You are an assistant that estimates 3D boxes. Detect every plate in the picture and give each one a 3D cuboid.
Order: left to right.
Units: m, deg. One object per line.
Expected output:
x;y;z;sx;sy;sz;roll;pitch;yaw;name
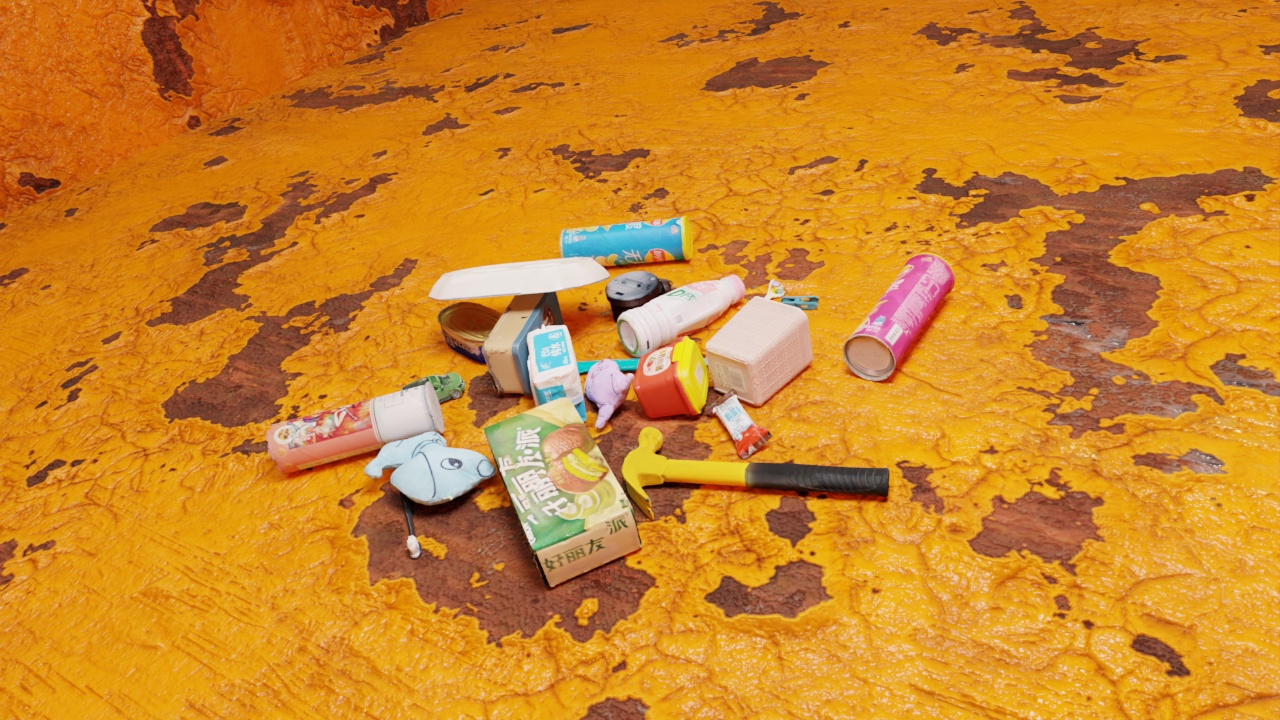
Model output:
-0.178;-0.121;1.335;0.266;0.034;0.161;-3;12;17;plate

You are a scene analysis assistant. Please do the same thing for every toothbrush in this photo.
-0.282;0.175;1.104;0.015;0.018;0.181;-22;33;-8;toothbrush
0.151;-0.057;1.300;0.189;0.029;0.020;-44;3;-37;toothbrush

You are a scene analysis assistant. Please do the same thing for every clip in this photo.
0.228;-0.082;1.316;0.056;0.014;0.042;-2;34;17;clip

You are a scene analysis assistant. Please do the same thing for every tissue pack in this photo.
-0.112;0.022;1.205;0.063;0.090;0.140;-13;34;-3;tissue pack

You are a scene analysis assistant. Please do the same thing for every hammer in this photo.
0.122;0.128;1.023;0.301;0.033;0.128;0;36;19;hammer

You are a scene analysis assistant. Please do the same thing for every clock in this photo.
0.000;-0.098;1.376;0.082;0.055;0.121;18;44;39;clock

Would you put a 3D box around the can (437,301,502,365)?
-0.246;-0.041;1.378;0.074;0.049;0.148;-36;40;-30;can

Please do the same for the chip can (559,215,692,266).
-0.023;-0.192;1.507;0.210;0.071;0.071;-4;35;13;chip can

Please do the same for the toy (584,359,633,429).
-0.045;0.036;1.195;0.084;0.039;0.108;-57;28;8;toy

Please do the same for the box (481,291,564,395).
-0.164;-0.026;1.293;0.061;0.090;0.183;-2;36;15;box

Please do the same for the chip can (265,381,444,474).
-0.373;0.090;1.209;0.214;0.071;0.071;-15;34;-3;chip can

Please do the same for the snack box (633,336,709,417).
0.039;0.026;1.166;0.080;0.082;0.091;-16;31;20;snack box

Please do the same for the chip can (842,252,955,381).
0.338;-0.060;1.195;0.071;0.071;0.209;14;42;34;chip can

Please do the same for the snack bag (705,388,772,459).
0.117;0.074;1.108;0.048;0.026;0.104;-37;35;0;snack bag

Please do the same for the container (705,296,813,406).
0.148;-0.010;1.170;0.090;0.090;0.110;22;49;40;container

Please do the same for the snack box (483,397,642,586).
-0.094;0.141;1.047;0.114;0.063;0.240;-21;35;-11;snack box

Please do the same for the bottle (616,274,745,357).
0.063;-0.070;1.308;0.196;0.068;0.068;-25;35;-24;bottle

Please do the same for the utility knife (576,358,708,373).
-0.007;0.007;1.261;0.216;0.013;0.029;-3;34;18;utility knife

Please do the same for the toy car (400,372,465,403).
-0.291;0.042;1.286;0.091;0.036;0.043;-20;33;-18;toy car

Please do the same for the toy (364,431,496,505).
-0.258;0.133;1.124;0.161;0.050;0.156;-11;31;-6;toy
